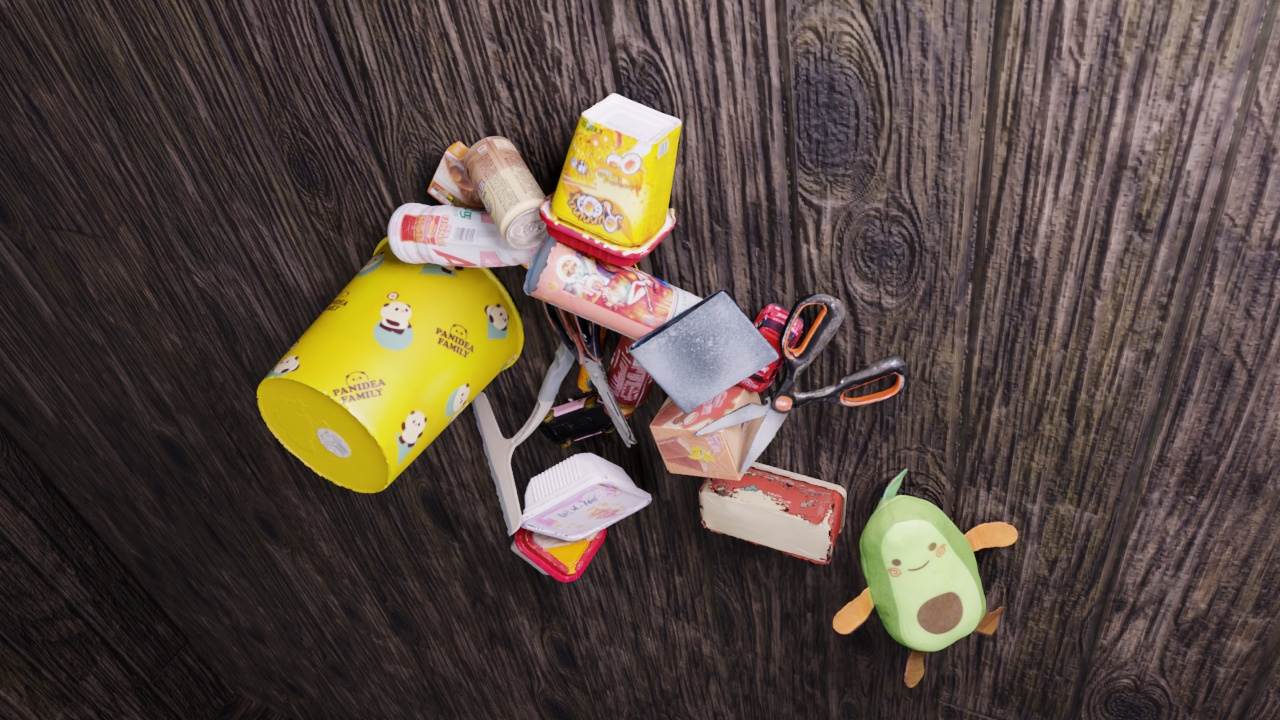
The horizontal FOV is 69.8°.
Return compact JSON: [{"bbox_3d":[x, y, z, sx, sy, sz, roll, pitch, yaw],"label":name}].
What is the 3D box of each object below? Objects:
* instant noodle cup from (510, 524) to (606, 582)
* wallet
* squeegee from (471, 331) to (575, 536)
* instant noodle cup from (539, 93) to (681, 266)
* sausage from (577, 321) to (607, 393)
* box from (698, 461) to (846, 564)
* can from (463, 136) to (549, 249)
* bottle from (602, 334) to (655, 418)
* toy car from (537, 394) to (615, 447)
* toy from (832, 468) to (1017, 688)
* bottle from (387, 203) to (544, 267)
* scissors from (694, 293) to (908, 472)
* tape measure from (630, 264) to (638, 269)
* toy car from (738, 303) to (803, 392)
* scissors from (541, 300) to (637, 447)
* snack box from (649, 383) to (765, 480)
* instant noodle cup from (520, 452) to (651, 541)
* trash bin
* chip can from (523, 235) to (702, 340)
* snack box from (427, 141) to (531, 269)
[{"bbox_3d":[-0.131,0.266,1.379,0.116,0.116,0.124,39,152,-6],"label":"instant noodle cup"},{"bbox_3d":[0.063,-0.007,0.913,0.121,0.019,0.097,-32,116,24],"label":"wallet"},{"bbox_3d":[-0.129,0.050,1.170,0.039,0.246,0.247,12,126,-34],"label":"squeegee"},{"bbox_3d":[-0.021,-0.173,0.867,0.116,0.115,0.124,25,128,11],"label":"instant noodle cup"},{"bbox_3d":[-0.057,-0.013,1.111,0.021,0.021,0.166,26,140,9],"label":"sausage"},{"bbox_3d":[0.158,0.186,1.121,0.168,0.079,0.091,13,137,22],"label":"box"},{"bbox_3d":[-0.134,-0.172,0.934,0.116,0.058,0.059,58,150,29],"label":"can"},{"bbox_3d":[-0.006,0.006,1.067,0.057,0.057,0.175,29,140,5],"label":"bottle"},{"bbox_3d":[-0.080,0.076,1.206,0.123,0.037,0.056,-19,121,30],"label":"toy car"},{"bbox_3d":[0.317,0.247,1.020,0.247,0.227,0.090,60,178,-20],"label":"toy"},{"bbox_3d":[-0.178,-0.134,0.998,0.197,0.068,0.068,7,133,24],"label":"bottle"},{"bbox_3d":[0.167,0.032,0.939,0.224,0.021,0.221,4,121,0],"label":"scissors"},{"bbox_3d":[-0.031,-0.092,1.008,0.057,0.028,0.060,35,141,-2],"label":"tape measure"},{"bbox_3d":[0.129,-0.009,0.974,0.053,0.045,0.121,30,142,7],"label":"toy car"},{"bbox_3d":[-0.050,-0.004,1.055,0.206,0.015,0.195,40,137,28],"label":"scissors"},{"bbox_3d":[0.080,0.074,1.051,0.094,0.092,0.077,2,131,33],"label":"snack box"},{"bbox_3d":[-0.078,0.179,1.221,0.138,0.060,0.173,-29,152,13],"label":"instant noodle cup"},{"bbox_3d":[-0.304,0.006,1.113,0.230,0.254,0.230,18,137,18],"label":"trash bin"},{"bbox_3d":[-0.009,-0.058,0.937,0.214,0.071,0.071,22,144,-21],"label":"chip can"},{"bbox_3d":[-0.160,-0.168,1.020,0.153,0.026,0.075,38,141,-5],"label":"snack box"}]
